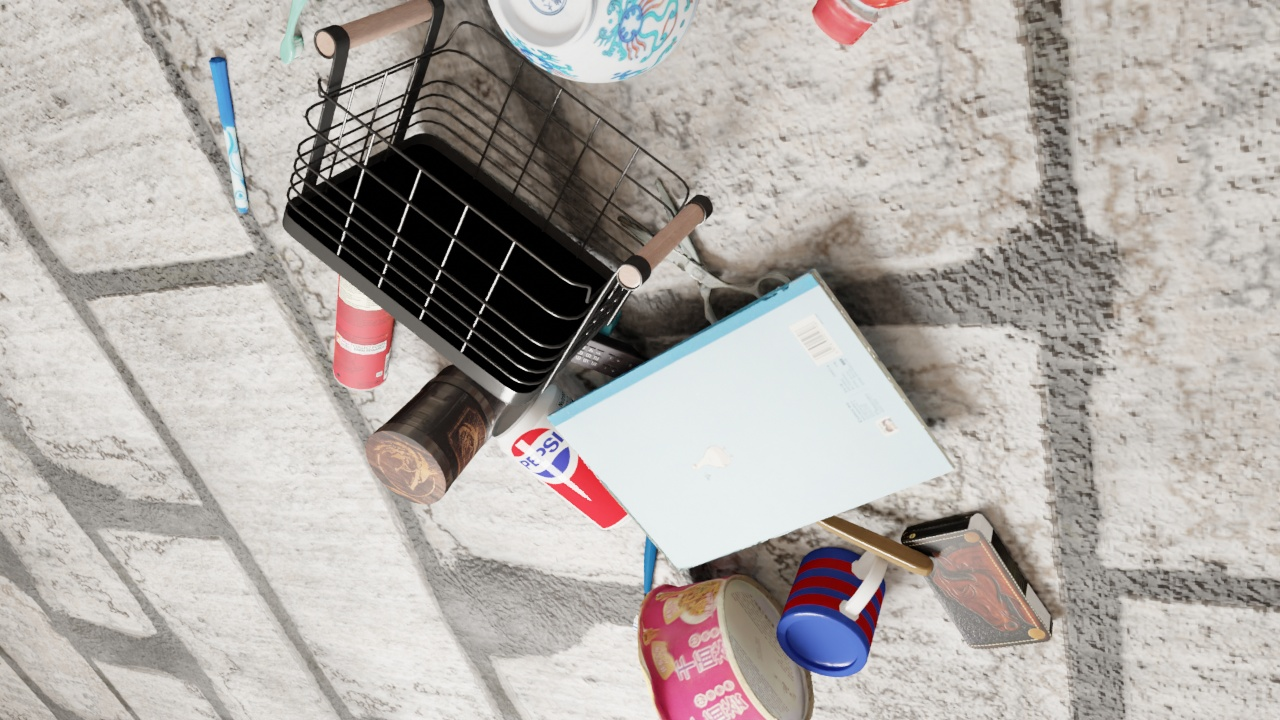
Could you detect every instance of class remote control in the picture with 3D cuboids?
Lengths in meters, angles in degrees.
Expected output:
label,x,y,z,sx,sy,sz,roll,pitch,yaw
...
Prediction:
label,x,y,z,sx,sy,sz,roll,pitch,yaw
remote control,-0.004,0.004,0.725,0.136,0.015,0.032,21,137,-7

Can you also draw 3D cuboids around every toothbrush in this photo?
label,x,y,z,sx,sy,sz,roll,pitch,yaw
toothbrush,0.007,0.210,0.889,0.014,0.014,0.168,24,130,25
toothbrush,-0.247,-0.278,0.669,0.022,0.017,0.135,32,129,4
toothbrush,0.155,0.132,0.740,0.167,0.016,0.016,23,138,24

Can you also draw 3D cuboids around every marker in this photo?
label,x,y,z,sx,sy,sz,roll,pitch,yaw
marker,-0.352,-0.190,0.789,0.013,0.013,0.142,20,130,14

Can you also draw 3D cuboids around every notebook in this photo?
label,x,y,z,sx,sy,sz,roll,pitch,yaw
notebook,0.073,0.059,0.684,0.254,0.009,0.181,-28,109,32

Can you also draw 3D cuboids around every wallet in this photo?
label,x,y,z,sx,sy,sz,roll,pitch,yaw
wallet,0.265,0.177,0.725,0.072,0.019,0.123,-23,110,38

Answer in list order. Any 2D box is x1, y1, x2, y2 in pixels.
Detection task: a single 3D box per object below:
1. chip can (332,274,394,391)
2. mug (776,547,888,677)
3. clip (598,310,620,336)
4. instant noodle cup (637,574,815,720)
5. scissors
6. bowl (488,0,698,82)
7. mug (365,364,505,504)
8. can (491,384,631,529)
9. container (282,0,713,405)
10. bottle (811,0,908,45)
label,x,y,z,sx,sy,sz,roll,pitch,yaw
chip can,-0.235,-0.064,0.793,0.052,0.051,0.215,27,132,8
mug,0.167,0.198,0.755,0.075,0.076,0.112,33,132,3
clip,-0.055,-0.015,0.753,0.121,0.031,0.130,24,131,5
instant noodle cup,0.082,0.264,0.798,0.078,0.178,0.178,-32,105,23
scissors,0.044,-0.051,0.675,0.142,0.014,0.162,18,126,23
bowl,-0.043,-0.230,0.555,0.144,0.074,0.144,14,128,18
mug,-0.182,0.076,0.829,0.080,0.107,0.116,23,131,12
can,-0.056,0.080,0.778,0.132,0.070,0.070,41,132,-18
container,-0.096,-0.108,0.606,0.241,0.162,0.131,38,132,3
bottle,0.142,-0.226,0.471,0.062,0.061,0.138,39,131,-3
